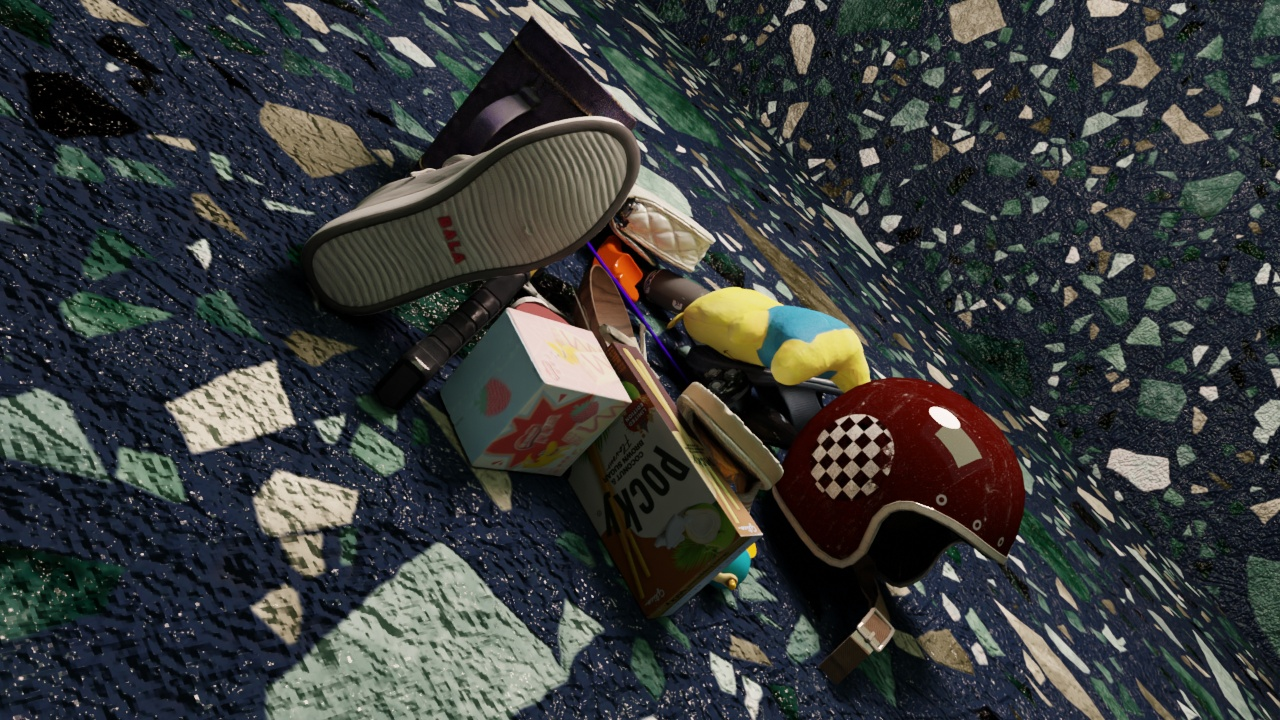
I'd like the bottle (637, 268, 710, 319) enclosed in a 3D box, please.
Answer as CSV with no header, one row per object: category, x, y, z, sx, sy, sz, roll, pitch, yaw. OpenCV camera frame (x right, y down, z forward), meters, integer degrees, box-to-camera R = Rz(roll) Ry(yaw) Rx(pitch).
bottle,0.039,-0.083,1.129,0.112,0.047,0.047,29,14,30

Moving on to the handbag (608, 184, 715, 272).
handbag,0.012,-0.172,1.176,0.139,0.072,0.194,31,10,-12

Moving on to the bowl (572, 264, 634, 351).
bowl,-0.039,-0.033,0.908,0.119,0.032,0.119,-17,90,-76

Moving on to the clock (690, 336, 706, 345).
clock,0.116,-0.031,1.174,0.125,0.052,0.088,29,26,-32

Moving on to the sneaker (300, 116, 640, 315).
sneaker,-0.128,-0.123,0.715,0.128,0.263,0.097,-111,179,-61

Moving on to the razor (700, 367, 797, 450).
razor,0.127,0.055,1.024,0.140,0.064,0.053,30,27,-26

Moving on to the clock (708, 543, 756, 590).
clock,0.057,0.145,0.780,0.099,0.044,0.129,48,16,11

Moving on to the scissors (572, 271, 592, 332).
scissors,-0.033,0.009,0.804,0.163,0.012,0.153,69,8,-67

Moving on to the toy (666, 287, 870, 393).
toy,0.143,-0.030,1.017,0.148,0.084,0.214,13,10,-40

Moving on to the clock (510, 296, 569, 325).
clock,-0.086,-0.011,0.812,0.087,0.044,0.124,38,23,-12

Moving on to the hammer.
hammer,-0.116,-0.059,0.762,0.025,0.118,0.332,44,31,-7

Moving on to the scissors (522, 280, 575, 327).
scissors,-0.094,-0.046,0.903,0.141,0.014,0.164,31,26,-33

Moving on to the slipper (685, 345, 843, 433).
slipper,0.167,0.042,1.108,0.263,0.082,0.101,10,16,-23

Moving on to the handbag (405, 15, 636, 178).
handbag,-0.120,-0.225,0.936,0.125,0.205,0.221,45,16,4

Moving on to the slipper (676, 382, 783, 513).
slipper,0.062,0.082,0.790,0.115,0.052,0.263,48,-6,5

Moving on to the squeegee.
squeegee,-0.029,-0.099,1.049,0.249,0.055,0.184,53,15,-27

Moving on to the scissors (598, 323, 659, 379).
scissors,-0.004,0.009,0.883,0.179,0.015,0.199,61,16,-44

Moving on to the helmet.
helmet,0.248,0.143,0.909,0.233,0.254,0.234,29,17,-52

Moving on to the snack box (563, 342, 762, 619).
snack box,0.001,0.089,0.705,0.031,0.101,0.186,11,39,-52

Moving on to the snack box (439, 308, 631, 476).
snack box,-0.079,0.027,0.691,0.094,0.093,0.079,16,35,-48
